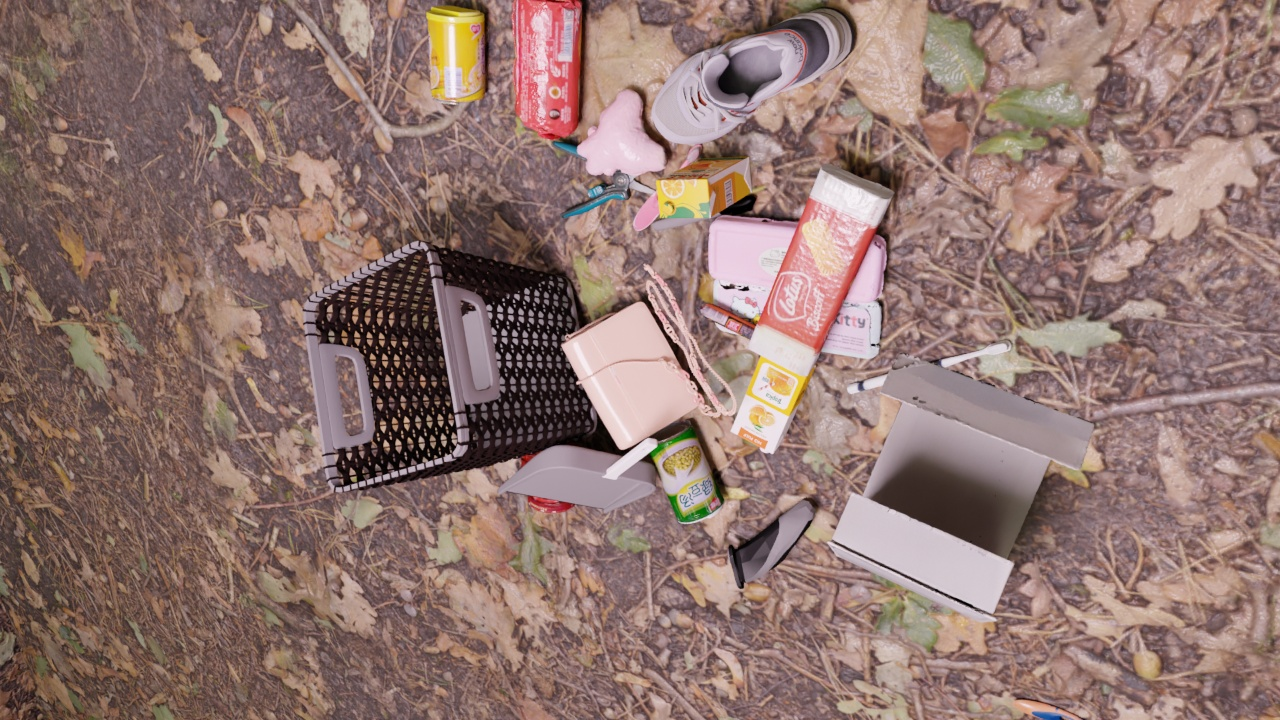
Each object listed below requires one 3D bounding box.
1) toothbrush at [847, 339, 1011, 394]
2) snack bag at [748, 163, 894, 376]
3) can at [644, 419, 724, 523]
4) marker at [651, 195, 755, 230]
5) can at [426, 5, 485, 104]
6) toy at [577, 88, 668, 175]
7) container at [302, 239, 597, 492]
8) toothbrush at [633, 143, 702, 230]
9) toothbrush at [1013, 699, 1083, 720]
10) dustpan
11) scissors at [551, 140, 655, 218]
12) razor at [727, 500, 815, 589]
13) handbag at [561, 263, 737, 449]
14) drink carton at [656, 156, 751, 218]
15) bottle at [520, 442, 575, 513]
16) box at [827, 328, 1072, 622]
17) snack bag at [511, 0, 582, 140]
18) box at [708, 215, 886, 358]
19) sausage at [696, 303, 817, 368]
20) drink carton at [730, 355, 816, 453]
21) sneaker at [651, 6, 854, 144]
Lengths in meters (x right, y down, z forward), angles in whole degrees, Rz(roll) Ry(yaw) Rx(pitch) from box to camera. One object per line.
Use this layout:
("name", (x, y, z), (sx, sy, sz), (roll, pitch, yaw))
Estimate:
("toothbrush", (0.310, 0.009, 1.003), (0.187, 0.017, 0.012), (-20, 81, 36))
("snack bag", (0.184, -0.090, 0.967), (0.077, 0.041, 0.226), (28, 122, 15))
("can", (0.057, 0.145, 1.185), (0.067, 0.067, 0.121), (-16, 104, 35))
("marker", (0.073, -0.168, 1.061), (0.139, 0.016, 0.022), (-11, 130, 35))
("can", (-0.221, -0.368, 1.105), (0.068, 0.067, 0.105), (17, 120, 23))
("toy", (-0.026, -0.249, 1.051), (0.096, 0.052, 0.099), (-24, 95, 21))
("container", (-0.229, 0.014, 1.140), (0.246, 0.243, 0.247), (-18, 79, 35))
("toothbrush", (0.030, -0.198, 1.066), (0.021, 0.016, 0.135), (35, 124, -9))
("toothbrush", (0.513, 0.428, 1.086), (0.135, 0.017, 0.021), (14, 115, 27))
("dustpan", (-0.052, 0.142, 1.142), (0.163, 0.033, 0.258), (15, 144, -27))
("scissors", (-0.051, -0.225, 1.102), (0.149, 0.019, 0.118), (-23, 103, 30))
("razor", (0.169, 0.231, 1.171), (0.060, 0.057, 0.157), (35, 122, -24))
("handbag", (-0.005, 0.006, 1.082), (0.199, 0.116, 0.187), (61, 164, -7))
("drink carton", (0.069, -0.186, 0.986), (0.058, 0.122, 0.041), (5, 115, 29))
("bottle", (-0.114, 0.150, 1.272), (0.099, 0.098, 0.111), (14, 115, 25))
("box", (0.354, 0.124, 1.025), (0.167, 0.444, 0.165), (23, 132, 20))
("snack bag", (-0.107, -0.339, 1.043), (0.082, 0.082, 0.177), (16, 119, 23))
("box", (0.170, -0.081, 1.029), (0.201, 0.041, 0.154), (12, 119, 26))
("sausage", (0.135, -0.030, 1.061), (0.155, 0.020, 0.020), (28, 124, 10))
("drink carton", (0.157, 0.048, 1.097), (0.058, 0.040, 0.123), (28, 124, 16))
("sneaker", (0.088, -0.282, 0.928), (0.240, 0.124, 0.089), (-20, 101, 36))
